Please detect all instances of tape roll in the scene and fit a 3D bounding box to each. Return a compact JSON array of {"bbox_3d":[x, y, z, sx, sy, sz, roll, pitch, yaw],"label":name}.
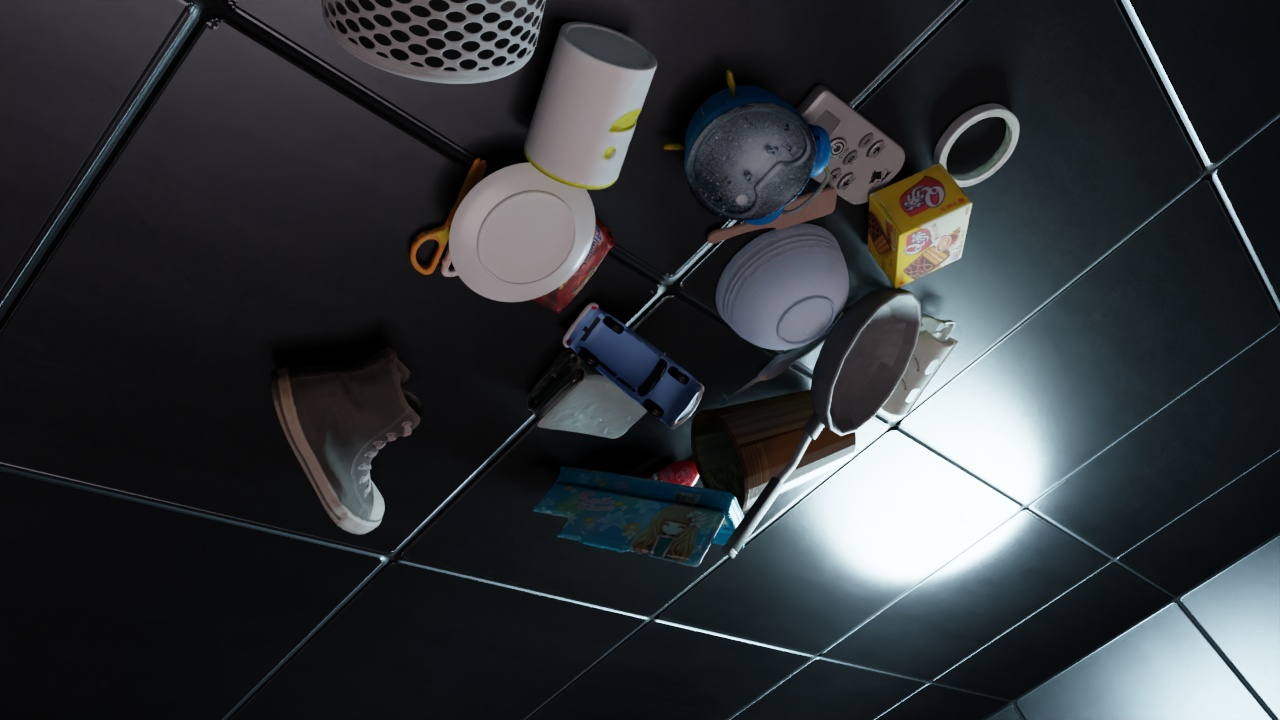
[{"bbox_3d":[0.351,-0.224,0.959,0.093,0.013,0.093,-13,138,-12],"label":"tape roll"}]

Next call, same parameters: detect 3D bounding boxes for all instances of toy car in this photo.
[{"bbox_3d":[-0.006,0.005,0.943,0.056,0.153,0.054,-53,173,6],"label":"toy car"}]

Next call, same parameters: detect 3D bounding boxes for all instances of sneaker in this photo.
[{"bbox_3d":[-0.273,0.084,0.927,0.119,0.095,0.235,-16,131,-10],"label":"sneaker"}]

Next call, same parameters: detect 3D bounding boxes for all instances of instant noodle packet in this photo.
[{"bbox_3d":[-0.093,-0.108,0.842,0.135,0.039,0.098,32,101,-43],"label":"instant noodle packet"}]

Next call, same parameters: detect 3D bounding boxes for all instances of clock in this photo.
[{"bbox_3d":[0.107,-0.181,0.836,0.161,0.060,0.117,28,120,-33],"label":"clock"}]

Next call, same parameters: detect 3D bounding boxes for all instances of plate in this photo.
[{"bbox_3d":[-0.100,-0.107,0.801,0.134,0.011,0.135,-15,130,-20],"label":"plate"}]

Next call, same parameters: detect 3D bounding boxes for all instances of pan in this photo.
[{"bbox_3d":[0.196,0.068,1.025,0.357,0.041,0.178,-53,145,-7],"label":"pan"}]

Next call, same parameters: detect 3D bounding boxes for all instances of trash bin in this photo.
[{"bbox_3d":[-0.121,-0.286,0.563,0.156,0.156,0.184,-4,137,-22],"label":"trash bin"}]

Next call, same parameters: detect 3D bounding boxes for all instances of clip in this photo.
[{"bbox_3d":[0.325,0.009,1.142,0.151,0.104,0.127,-5,134,-36],"label":"clip"}]

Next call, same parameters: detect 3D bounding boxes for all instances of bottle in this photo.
[{"bbox_3d":[0.031,0.163,1.187,0.141,0.042,0.042,-31,139,7],"label":"bottle"}]

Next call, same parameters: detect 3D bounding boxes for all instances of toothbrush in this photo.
[{"bbox_3d":[0.170,0.001,1.103,0.186,0.022,0.024,-38,101,17],"label":"toothbrush"}]

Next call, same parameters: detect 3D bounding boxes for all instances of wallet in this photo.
[{"bbox_3d":[-0.049,0.040,1.015,0.131,0.054,0.101,19,132,-41],"label":"wallet"}]

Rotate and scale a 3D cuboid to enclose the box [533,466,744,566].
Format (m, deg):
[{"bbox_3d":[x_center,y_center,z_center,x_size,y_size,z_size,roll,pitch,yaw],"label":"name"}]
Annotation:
[{"bbox_3d":[-0.003,0.174,1.067,0.227,0.084,0.171,6,179,25],"label":"box"}]

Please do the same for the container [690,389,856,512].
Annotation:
[{"bbox_3d":[0.167,0.103,1.131,0.167,0.132,0.132,-16,139,-21],"label":"container"}]

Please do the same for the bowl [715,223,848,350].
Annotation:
[{"bbox_3d":[0.163,-0.065,0.989,0.150,0.074,0.151,-13,138,-12],"label":"bowl"}]

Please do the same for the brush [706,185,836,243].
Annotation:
[{"bbox_3d":[0.131,-0.147,0.931,0.136,0.015,0.050,-17,158,1],"label":"brush"}]

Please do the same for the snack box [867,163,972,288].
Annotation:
[{"bbox_3d":[0.292,-0.141,0.968,0.083,0.061,0.106,-25,150,-1],"label":"snack box"}]

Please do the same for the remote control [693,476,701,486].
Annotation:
[{"bbox_3d":[0.083,0.147,1.220,0.140,0.009,0.030,-35,138,11],"label":"remote control"}]

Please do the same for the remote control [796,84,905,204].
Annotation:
[{"bbox_3d":[0.199,-0.205,0.901,0.151,0.019,0.074,21,122,-39],"label":"remote control"}]

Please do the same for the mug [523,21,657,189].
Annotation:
[{"bbox_3d":[-0.042,-0.204,0.739,0.082,0.082,0.106,2,131,-27],"label":"mug"}]

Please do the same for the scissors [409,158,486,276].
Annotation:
[{"bbox_3d":[-0.159,-0.126,0.817,0.065,0.013,0.129,8,128,-37],"label":"scissors"}]
